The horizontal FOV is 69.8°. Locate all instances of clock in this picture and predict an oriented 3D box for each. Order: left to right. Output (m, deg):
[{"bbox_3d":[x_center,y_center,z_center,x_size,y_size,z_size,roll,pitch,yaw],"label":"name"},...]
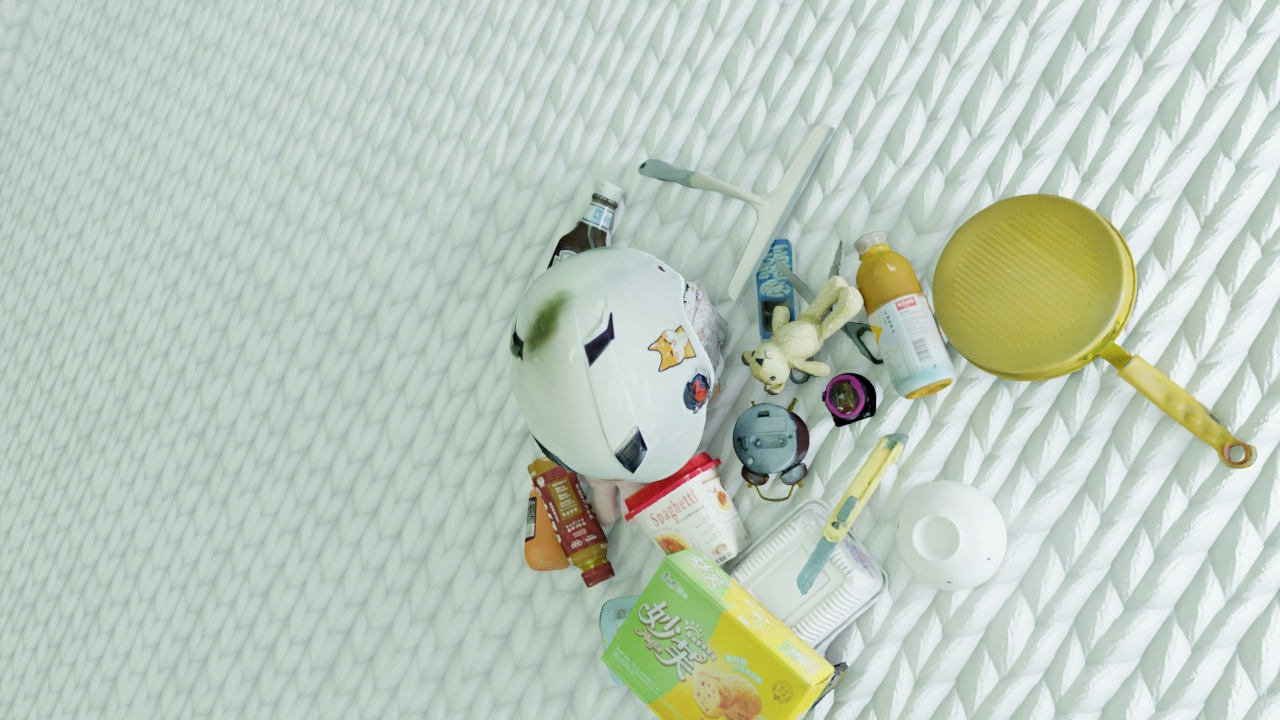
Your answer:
[{"bbox_3d":[0.156,0.105,1.081,0.082,0.055,0.122,-5,81,29],"label":"clock"}]

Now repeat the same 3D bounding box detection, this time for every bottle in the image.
[{"bbox_3d":[-0.124,0.204,1.230,0.067,0.066,0.149,-14,69,28],"label":"bottle"},{"bbox_3d":[-0.086,0.204,1.179,0.058,0.057,0.175,-31,78,23],"label":"bottle"},{"bbox_3d":[-0.078,-0.151,1.258,0.080,0.044,0.195,27,96,30],"label":"bottle"},{"bbox_3d":[0.286,-0.053,1.018,0.068,0.068,0.189,-25,72,25],"label":"bottle"}]

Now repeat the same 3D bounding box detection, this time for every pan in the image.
[{"bbox_3d":[0.458,-0.023,0.929,0.198,0.078,0.357,-51,56,18],"label":"pan"}]

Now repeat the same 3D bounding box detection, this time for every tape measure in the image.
[{"bbox_3d":[0.239,0.043,1.049,0.057,0.039,0.057,-19,74,27],"label":"tape measure"}]

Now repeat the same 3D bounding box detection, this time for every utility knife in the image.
[{"bbox_3d":[0.231,0.165,1.008,0.031,0.022,0.216,25,76,37],"label":"utility knife"}]

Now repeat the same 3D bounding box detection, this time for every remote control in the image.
[{"bbox_3d":[0.167,-0.084,1.116,0.049,0.024,0.125,-4,86,29],"label":"remote control"}]

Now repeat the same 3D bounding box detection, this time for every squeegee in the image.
[{"bbox_3d":[0.082,-0.224,1.165,0.247,0.039,0.246,27,86,36],"label":"squeegee"}]

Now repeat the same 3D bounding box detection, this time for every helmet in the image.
[{"bbox_3d":[-0.052,0.013,0.999,0.231,0.156,0.274,-5,93,32],"label":"helmet"}]

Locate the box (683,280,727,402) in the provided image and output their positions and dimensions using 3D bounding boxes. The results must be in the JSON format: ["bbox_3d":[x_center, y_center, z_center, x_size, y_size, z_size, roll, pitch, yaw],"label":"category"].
[{"bbox_3d":[-0.007,0.009,1.134,0.182,0.152,0.174,4,67,31],"label":"box"}]

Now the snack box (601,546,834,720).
[{"bbox_3d":[0.079,0.331,0.998,0.210,0.070,0.158,38,108,26],"label":"snack box"}]

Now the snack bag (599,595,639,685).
[{"bbox_3d":[0.042,0.333,1.125,0.191,0.039,0.110,-16,67,23],"label":"snack bag"}]

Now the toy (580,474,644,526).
[{"bbox_3d":[-0.038,0.135,1.190,0.121,0.054,0.159,-8,91,34],"label":"toy"}]

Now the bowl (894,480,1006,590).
[{"bbox_3d":[0.320,0.186,0.969,0.118,0.064,0.118,-4,81,29],"label":"bowl"}]

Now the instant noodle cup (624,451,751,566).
[{"bbox_3d":[0.062,0.190,1.099,0.116,0.116,0.124,-35,80,21],"label":"instant noodle cup"}]

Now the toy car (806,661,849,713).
[{"bbox_3d":[0.167,0.381,1.028,0.158,0.070,0.042,-37,67,21],"label":"toy car"}]

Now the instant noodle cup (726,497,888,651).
[{"bbox_3d":[0.173,0.253,1.035,0.173,0.060,0.138,-43,65,7],"label":"instant noodle cup"}]

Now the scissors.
[{"bbox_3d":[0.214,-0.051,1.078,0.159,0.014,0.179,-48,71,12],"label":"scissors"}]

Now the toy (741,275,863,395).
[{"bbox_3d":[0.185,-0.030,1.043,0.157,0.066,0.105,-46,65,21],"label":"toy"}]
